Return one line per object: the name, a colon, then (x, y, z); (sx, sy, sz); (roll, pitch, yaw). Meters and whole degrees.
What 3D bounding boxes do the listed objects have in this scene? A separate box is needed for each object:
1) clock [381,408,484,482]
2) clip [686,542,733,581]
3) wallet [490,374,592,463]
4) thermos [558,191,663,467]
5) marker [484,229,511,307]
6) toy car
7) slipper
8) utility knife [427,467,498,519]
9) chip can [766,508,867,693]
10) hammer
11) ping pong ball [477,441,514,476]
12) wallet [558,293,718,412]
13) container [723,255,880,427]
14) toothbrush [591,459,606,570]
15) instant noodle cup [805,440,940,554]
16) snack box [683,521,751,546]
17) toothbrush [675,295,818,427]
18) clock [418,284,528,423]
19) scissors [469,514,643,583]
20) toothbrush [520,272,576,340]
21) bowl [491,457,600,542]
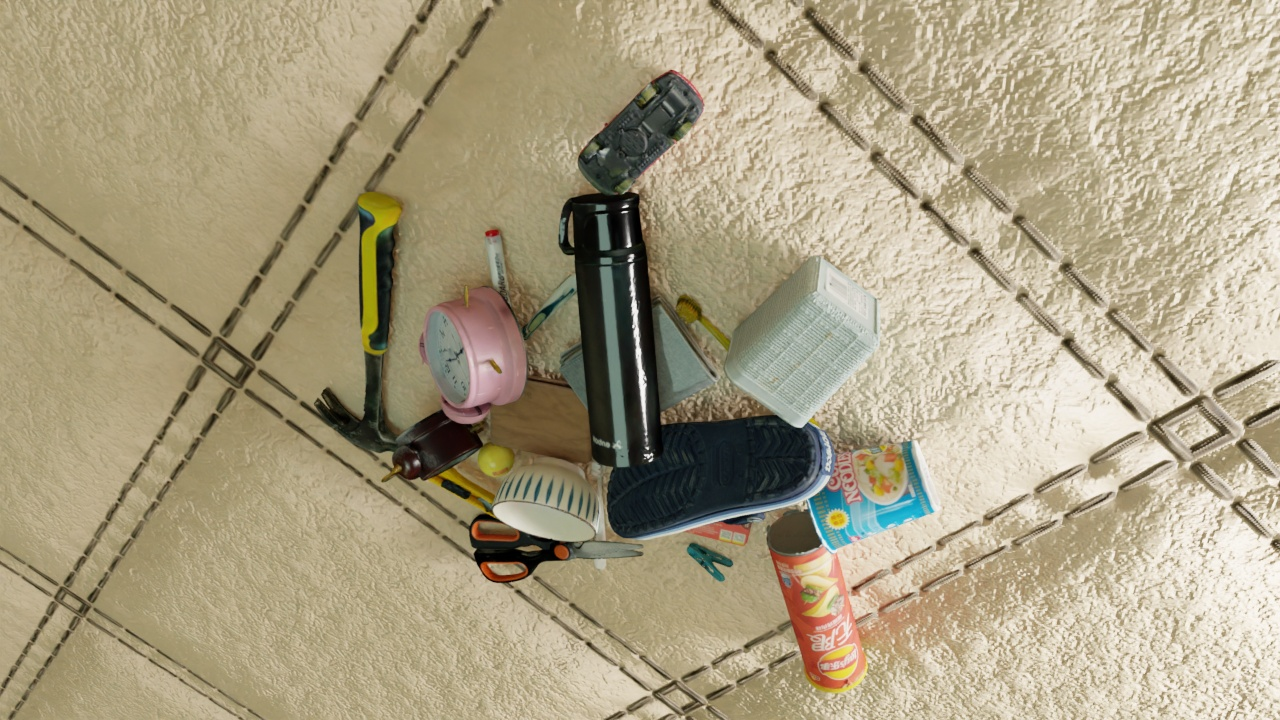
clock: (-0.224, 0.094, 0.979); (0.055, 0.121, 0.082); (58, 165, 3)
clip: (0.077, 0.224, 1.034); (0.055, 0.034, 0.013); (29, 126, 8)
wallet: (-0.105, 0.059, 0.967); (0.115, 0.020, 0.101); (9, 128, 5)
thermos: (-0.028, -0.029, 0.836); (0.090, 0.068, 0.243); (13, 115, 44)
marker: (-0.134, -0.056, 0.893); (0.017, 0.017, 0.145); (3, 116, 16)
toy car: (0.001, -0.186, 0.753); (0.121, 0.045, 0.053); (-37, 105, 29)
slipper: (0.078, 0.111, 0.898); (0.253, 0.105, 0.095); (-20, 152, 35)
utility knife: (-0.187, 0.153, 1.042); (0.176, 0.015, 0.033); (32, 123, -13)
chip can: (0.193, 0.263, 0.993); (0.073, 0.073, 0.217); (-6, 121, 21)
hammer: (-0.282, -0.028, 0.962); (0.126, 0.031, 0.324); (17, 127, 4)
ping pong ball: (-0.159, 0.108, 1.014); (0.040, 0.040, 0.040); (8, 126, 12)
wallet: (-0.005, 0.005, 0.892); (0.130, 0.036, 0.106); (-31, 99, 24)
container: (0.145, -0.019, 0.800); (0.090, 0.090, 0.112); (35, 124, -9)
toothbrush: (-0.047, 0.179, 1.043); (0.016, 0.016, 0.180); (13, 128, 16)
instant noodle cup: (0.222, 0.124, 0.879); (0.110, 0.099, 0.099); (-20, 116, 19)
snack box: (0.047, 0.149, 0.987); (0.153, 0.025, 0.075); (13, 126, 8)
toothbrush: (0.102, 0.007, 0.875); (0.190, 0.016, 0.016); (43, 126, -14)
clock: (-0.170, -0.001, 0.899); (0.117, 0.059, 0.159); (64, 147, 12)
scissors: (-0.098, 0.234, 1.082); (0.235, 0.021, 0.139); (16, 115, 16)
toothbrush: (-0.112, -0.029, 0.917); (0.016, 0.018, 0.192); (39, 128, -12)
bowl: (-0.097, 0.146, 0.994); (0.116, 0.066, 0.117); (11, 152, 5)
